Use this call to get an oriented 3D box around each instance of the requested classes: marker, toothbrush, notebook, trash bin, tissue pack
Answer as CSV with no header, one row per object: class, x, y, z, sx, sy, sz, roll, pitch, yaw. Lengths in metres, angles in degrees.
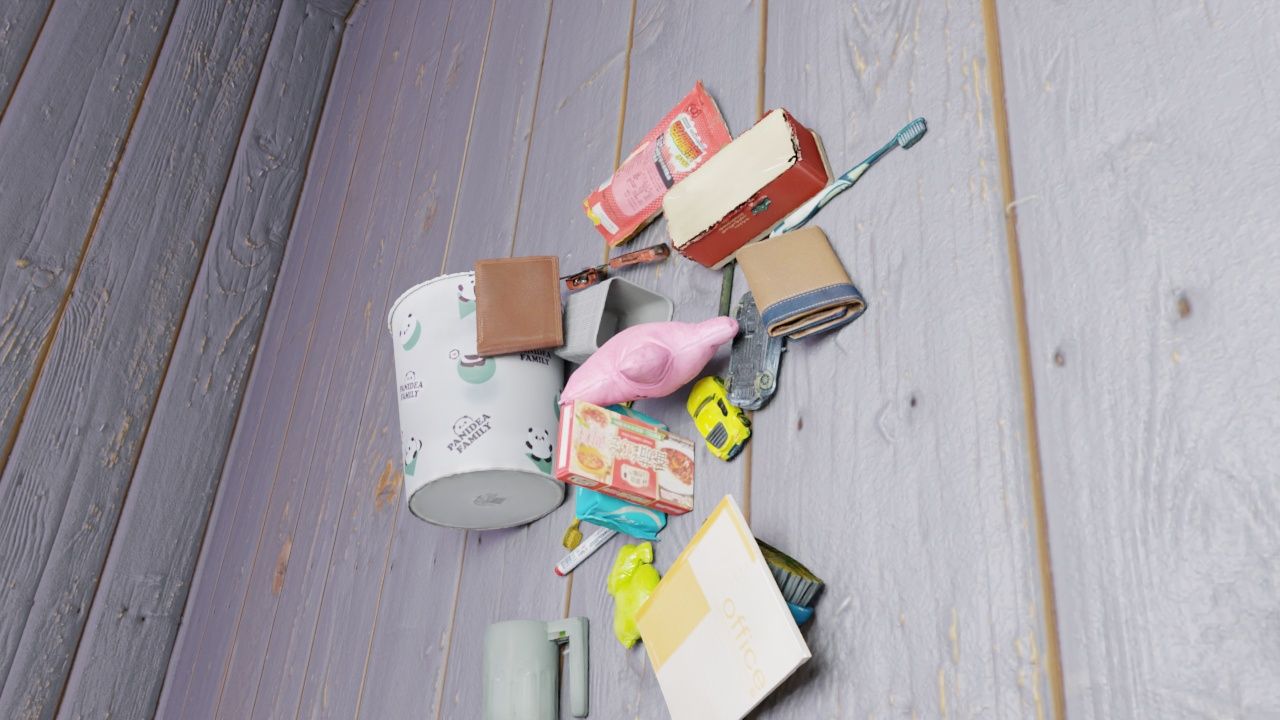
marker,-0.049,0.199,1.011,0.146,0.017,0.017,-44,40,33
toothbrush,-0.047,0.128,1.050,0.017,0.015,0.190,23,91,53
toothbrush,0.093,-0.108,0.978,0.012,0.017,0.185,-10,63,42
toothbrush,0.192,-0.165,0.870,0.192,0.016,0.018,-37,54,38
notebook,0.059,0.229,0.771,0.207,0.010,0.145,-60,42,41
trash bin,-0.195,0.058,1.127,0.230,0.229,0.251,-37,49,39
tissue pack,-0.018,0.115,0.942,0.050,0.093,0.133,-29,50,43

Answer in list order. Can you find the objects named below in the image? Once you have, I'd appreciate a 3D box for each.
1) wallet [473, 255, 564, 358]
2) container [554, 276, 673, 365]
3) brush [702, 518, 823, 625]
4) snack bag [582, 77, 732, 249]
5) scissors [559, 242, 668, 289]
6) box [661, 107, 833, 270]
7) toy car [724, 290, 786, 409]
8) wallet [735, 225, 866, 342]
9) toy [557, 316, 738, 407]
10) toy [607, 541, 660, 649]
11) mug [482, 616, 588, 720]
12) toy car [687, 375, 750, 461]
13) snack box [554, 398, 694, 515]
wallet,-0.141,-0.064,1.061,0.032,0.101,0.124,93,171,-64
container,-0.036,-0.036,1.062,0.114,0.090,0.090,-8,65,57
brush,0.090,0.188,0.778,0.144,0.055,0.073,23,89,57
snack bag,0.021,-0.234,1.122,0.208,0.073,0.128,-39,47,30
scissors,-0.050,-0.113,1.133,0.189,0.015,0.225,-18,11,14
box,0.100,-0.176,0.933,0.169,0.078,0.091,-33,51,32
toy car,0.113,-0.012,0.878,0.054,0.036,0.120,-5,71,54
wallet,0.143,-0.073,0.840,0.090,0.033,0.115,-18,47,2
toy,-0.005,0.005,0.916,0.074,0.178,0.195,68,162,-1
toy,-0.006,0.231,0.915,0.100,0.031,0.097,29,95,58
mug,-0.111,0.334,0.976,0.124,0.083,0.103,-17,56,21
toy car,0.072,0.053,0.905,0.048,0.032,0.105,-54,34,21
snack box,-0.012,0.096,0.889,0.026,0.152,0.075,-28,50,45
